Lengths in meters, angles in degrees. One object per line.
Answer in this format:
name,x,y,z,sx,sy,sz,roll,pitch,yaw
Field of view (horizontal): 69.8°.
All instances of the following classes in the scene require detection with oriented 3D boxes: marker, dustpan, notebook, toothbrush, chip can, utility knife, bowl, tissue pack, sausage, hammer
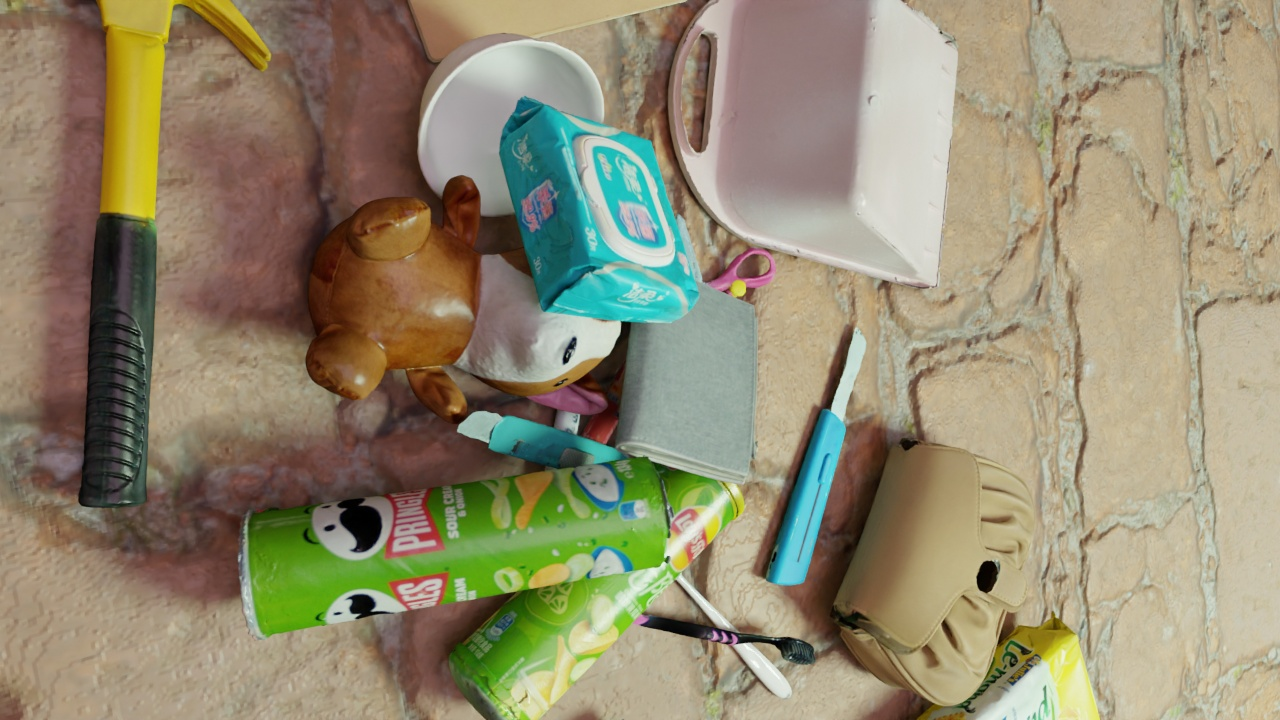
marker,-0.053,0.048,0.623,0.022,0.018,0.130,13,84,-21
dustpan,0.148,-0.187,0.736,0.273,0.139,0.222,13,83,-57
notebook,-0.071,-0.293,0.608,0.207,0.008,0.148,-25,103,-27
toothbrush,0.049,0.201,0.672,0.189,0.017,0.014,16,117,-20
chip can,-0.027,0.147,0.609,0.220,0.073,0.072,-42,110,-22
utility knife,-0.053,0.059,0.586,0.176,0.013,0.029,26,92,-52
utility knife,0.146,0.076,0.737,0.034,0.018,0.218,25,78,-27
bowl,-0.089,-0.154,0.561,0.118,0.064,0.118,-22,143,-18
toothbrush,0.065,0.203,0.694,0.016,0.016,0.180,-42,112,-6
tissue pack,-0.024,-0.086,0.532,0.093,0.050,0.133,4,61,-46
sausage,-0.004,0.004,0.642,0.020,0.020,0.155,34,80,-26
hammer,-0.271,-0.073,0.487,0.128,0.033,0.300,3,90,-28
chip can,-0.102,0.104,0.532,0.235,0.072,0.072,-7,95,-14

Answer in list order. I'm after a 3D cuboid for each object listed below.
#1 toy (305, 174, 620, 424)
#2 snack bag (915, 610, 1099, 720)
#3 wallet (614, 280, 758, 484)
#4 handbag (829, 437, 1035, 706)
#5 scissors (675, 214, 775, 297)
toy,-0.089,-0.030,0.545,0.199,0.130,0.140,12,103,-39
snack bag,0.311,0.352,0.808,0.245,0.068,0.158,-27,105,-26
wallet,0.035,0.011,0.616,0.106,0.037,0.129,20,62,-28
handbag,0.245,0.168,0.747,0.147,0.100,0.204,32,72,-23
scissors,0.048,-0.044,0.679,0.133,0.017,0.134,-14,99,-24
